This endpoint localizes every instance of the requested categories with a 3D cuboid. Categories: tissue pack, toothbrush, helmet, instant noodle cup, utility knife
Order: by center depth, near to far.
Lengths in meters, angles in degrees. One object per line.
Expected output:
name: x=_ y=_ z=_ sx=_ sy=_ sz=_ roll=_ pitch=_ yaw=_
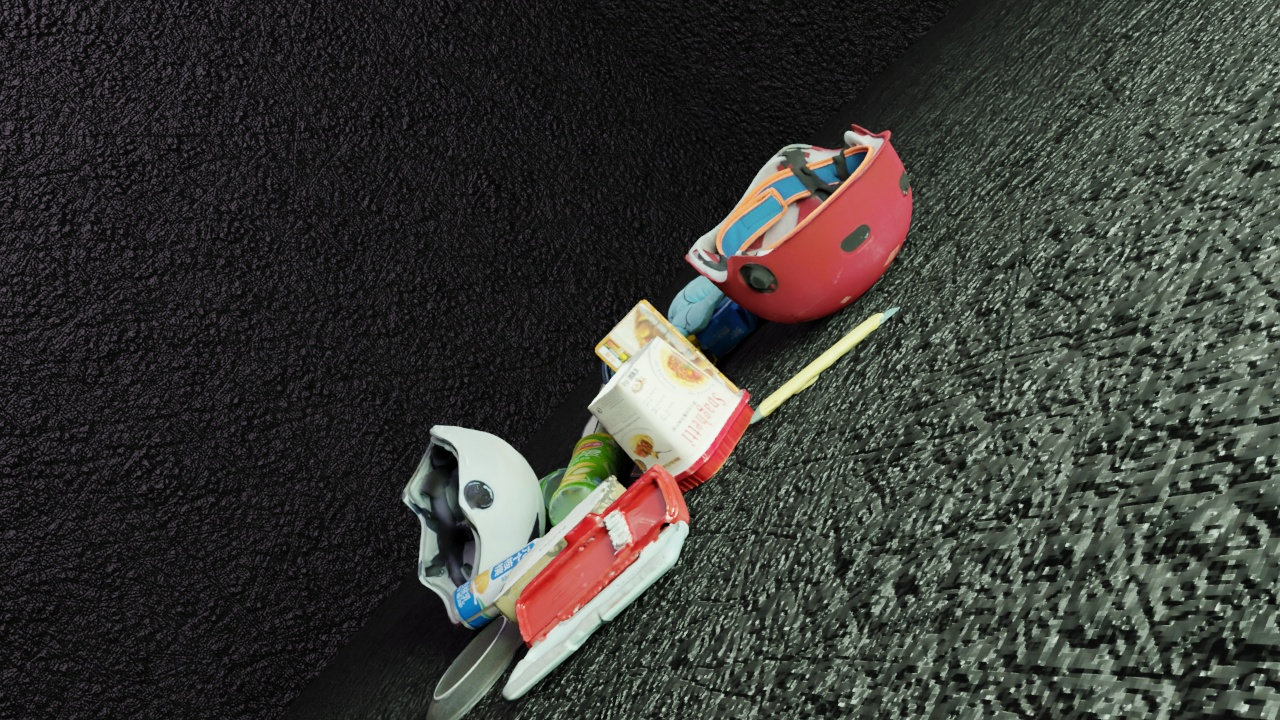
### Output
utility knife: x=0.159 y=0.002 z=0.810 sx=0.167 sy=0.018 sz=0.030 roll=-46 pitch=9 yaw=23
instant noodle cup: x=0.026 y=0.053 z=0.898 sx=0.116 sy=0.124 sz=0.117 roll=-50 pitch=6 yaw=-37
helmet: x=0.181 y=-0.121 z=0.916 sx=0.206 sy=0.144 sz=0.240 roll=-49 pitch=20 yaw=-19
toothbrush: x=0.082 y=0.004 z=1.153 sx=0.016 sy=0.016 sz=0.190 roll=-31 pitch=21 yaw=4
helmet: x=-0.205 y=0.211 z=1.214 sx=0.145 sy=0.258 sz=0.230 roll=-5 pitch=-38 yaw=-32
tissue pack: x=0.120 y=-0.046 z=1.296 sx=0.157 sy=0.052 sz=0.094 roll=-43 pitch=8 yaw=32

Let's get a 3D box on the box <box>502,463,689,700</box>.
box: x=-0.038 y=0.193 z=0.792 sx=0.201 sy=0.059 sz=0.161 roll=-44 pitch=18 yaw=15

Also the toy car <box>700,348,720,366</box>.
toy car: x=0.053 y=0.041 z=1.221 sx=0.071 sy=0.041 sz=0.155 roll=-41 pitch=5 yaw=46

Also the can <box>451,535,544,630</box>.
can: x=-0.148 y=0.253 z=1.048 sx=0.135 sy=0.053 sz=0.053 roll=-34 pitch=8 yaw=15

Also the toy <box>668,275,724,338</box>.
toy: x=0.078 y=-0.080 z=1.308 sx=0.162 sy=0.050 sz=0.155 roll=-36 pitch=18 yaw=52

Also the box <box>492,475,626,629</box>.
box: x=-0.073 y=0.202 z=0.925 sx=0.185 sy=0.062 sz=0.089 roll=-47 pitch=4 yaw=20

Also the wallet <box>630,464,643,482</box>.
wallet: x=0.033 y=0.101 z=1.062 sx=0.096 sy=0.020 sz=0.122 roll=-52 pitch=7 yaw=-15

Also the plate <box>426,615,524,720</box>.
plate: x=-0.177 y=0.327 z=0.996 sx=0.179 sy=0.024 sz=0.179 roll=-47 pitch=5 yaw=5

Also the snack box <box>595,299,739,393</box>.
snack box: x=0.032 y=0.014 z=0.979 sx=0.075 sy=0.153 sz=0.026 roll=-45 pitch=5 yaw=15

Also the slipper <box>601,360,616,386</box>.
slipper: x=-0.007 y=0.007 z=1.175 sx=0.105 sy=0.095 sz=0.252 roll=-35 pitch=25 yaw=10

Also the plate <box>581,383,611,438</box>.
plate: x=-0.052 y=0.091 z=1.352 sx=0.205 sy=0.045 sz=0.205 roll=-160 pitch=93 yaw=-85

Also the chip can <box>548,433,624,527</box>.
chip can: x=-0.063 y=0.153 z=1.136 sx=0.073 sy=0.072 sz=0.221 roll=-46 pitch=5 yaw=10

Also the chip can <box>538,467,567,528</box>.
chip can: x=-0.144 y=0.213 z=1.342 sx=0.072 sy=0.072 sz=0.237 roll=-49 pitch=7 yaw=-28
